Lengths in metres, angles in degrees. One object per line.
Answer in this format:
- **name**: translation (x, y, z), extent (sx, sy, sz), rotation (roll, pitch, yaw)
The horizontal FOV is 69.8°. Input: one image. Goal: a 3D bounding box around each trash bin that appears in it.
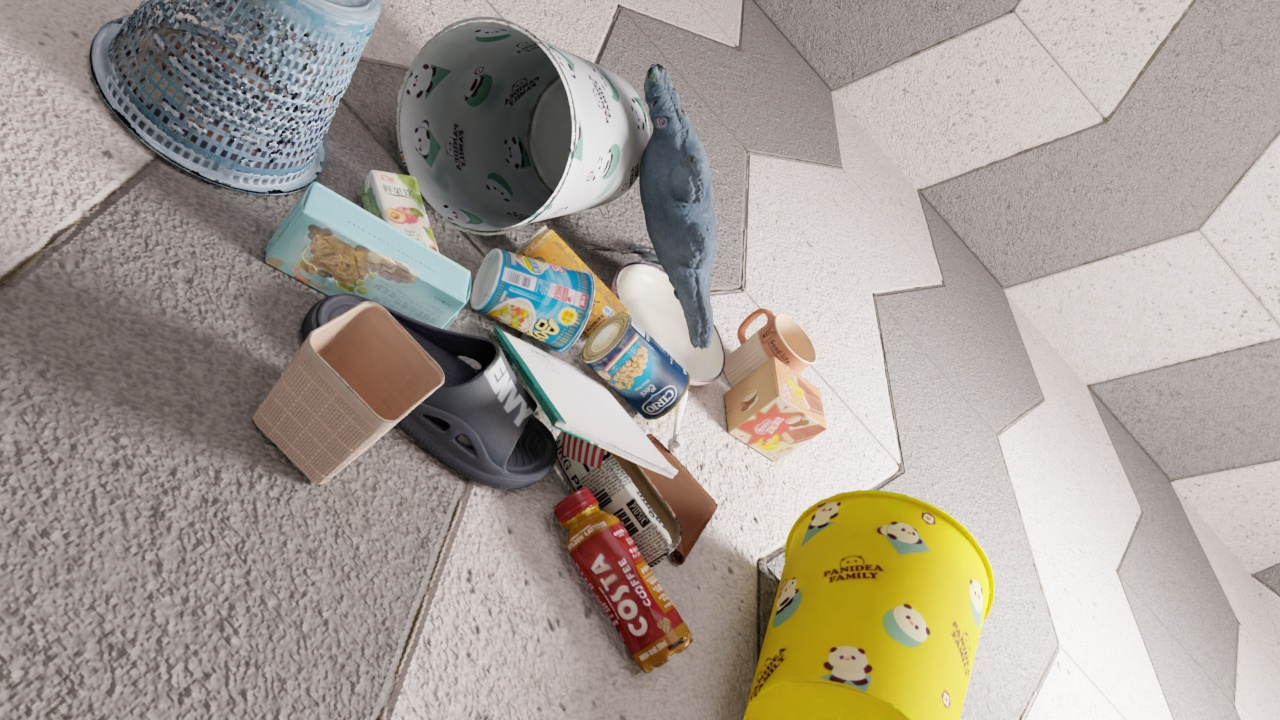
- **trash bin**: translation (-0.351, -0.301, 0.847), extent (0.226, 0.196, 0.226), rotation (33, 35, -27)
- **trash bin**: translation (-0.120, -0.273, 1.097), extent (0.229, 0.230, 0.251), rotation (53, 26, 6)
- **trash bin**: translation (0.228, 0.298, 0.928), extent (0.229, 0.230, 0.254), rotation (46, 37, -6)

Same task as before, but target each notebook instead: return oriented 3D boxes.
- **notebook**: translation (-0.061, 0.039, 0.935), extent (0.150, 0.012, 0.209), rotation (28, 11, -34)

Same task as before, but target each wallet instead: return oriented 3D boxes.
- **wallet**: translation (0.023, 0.149, 1.001), extent (0.124, 0.032, 0.101), rotation (48, 34, -1)

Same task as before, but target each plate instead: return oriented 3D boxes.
- **plate**: translation (0.030, -0.042, 1.204), extent (0.192, 0.039, 0.192), rotation (32, 35, -27)

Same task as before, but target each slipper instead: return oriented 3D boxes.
- **slipper**: translation (-0.175, 0.020, 0.837), extent (0.268, 0.084, 0.110), rotation (37, 35, -18)

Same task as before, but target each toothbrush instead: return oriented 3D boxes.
- **toothbrush**: translation (0.048, 0.064, 1.107), extent (0.016, 0.016, 0.179), rotation (41, 21, -11)

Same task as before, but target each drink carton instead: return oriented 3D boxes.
- **drink carton**: translation (-0.248, -0.136, 0.944), extent (0.053, 0.046, 0.122), rotation (1, 53, -37)

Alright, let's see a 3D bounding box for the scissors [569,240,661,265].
- **scissors**: translation (-0.021, -0.149, 1.258), extent (0.165, 0.014, 0.162), rotation (14, 15, -3)

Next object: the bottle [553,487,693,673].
- **bottle**: translation (-0.020, 0.202, 0.860), extent (0.175, 0.058, 0.057), rotation (56, 32, 11)

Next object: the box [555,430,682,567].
- **box**: translation (-0.026, 0.131, 0.907), extent (0.163, 0.076, 0.086), rotation (55, -5, 7)

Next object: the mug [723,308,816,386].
- **mug**: translation (0.174, -0.014, 1.293), extent (0.081, 0.106, 0.114), rotation (10, 49, -47)

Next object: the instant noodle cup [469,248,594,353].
- **instant noodle cup**: translation (-0.121, -0.070, 0.999), extent (0.109, 0.099, 0.099), rotation (21, 41, -28)

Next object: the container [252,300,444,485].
- **container**: translation (-0.233, 0.029, 0.723), extent (0.090, 0.111, 0.089), rotation (47, 31, -5)

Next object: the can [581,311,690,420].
- **can**: translation (-0.006, 0.006, 1.056), extent (0.111, 0.075, 0.075), rotation (44, 31, -25)

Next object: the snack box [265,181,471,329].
- **snack box**: translation (-0.251, -0.087, 0.860), extent (0.174, 0.074, 0.051), rotation (31, 35, -28)

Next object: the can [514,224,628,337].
- **can**: translation (-0.082, -0.090, 1.094), extent (0.146, 0.058, 0.058), rotation (46, 31, -6)

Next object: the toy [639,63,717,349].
- **toy**: translation (0.048, -0.195, 1.154), extent (0.137, 0.091, 0.357), rotation (-99, 179, -65)

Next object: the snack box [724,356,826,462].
- **snack box**: translation (0.179, 0.067, 1.224), extent (0.094, 0.093, 0.076), rotation (33, 35, -26)
